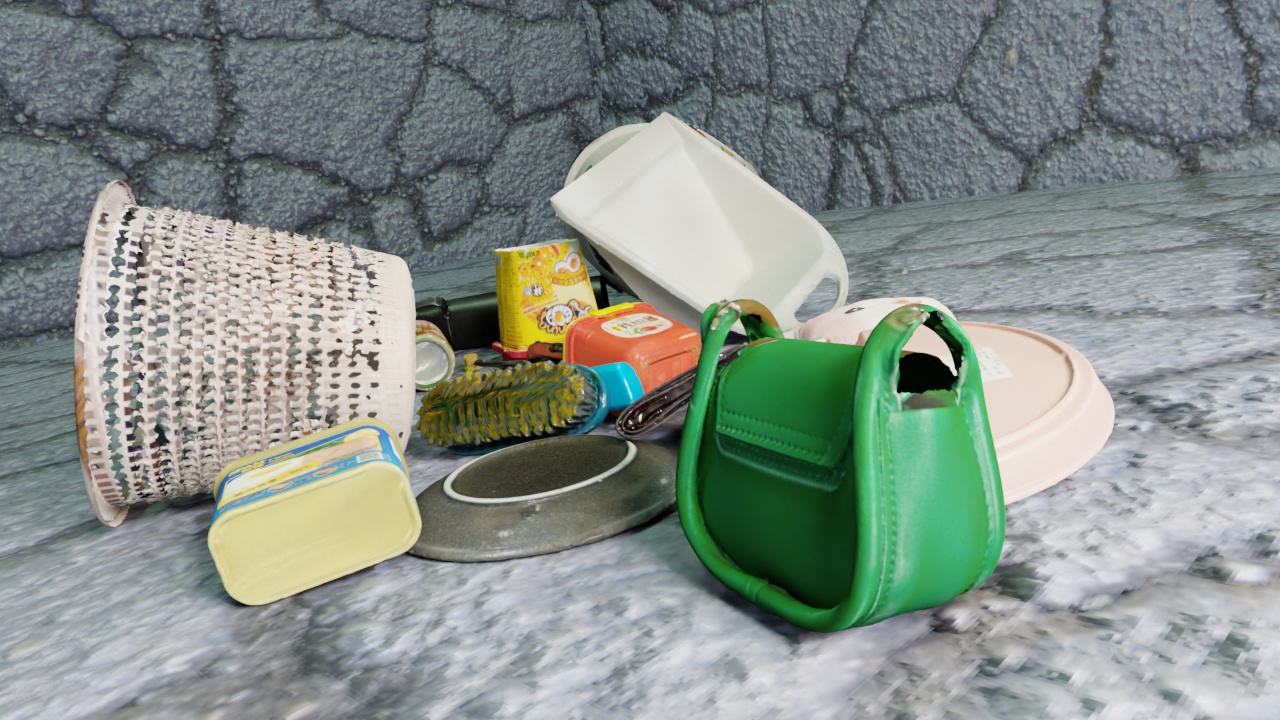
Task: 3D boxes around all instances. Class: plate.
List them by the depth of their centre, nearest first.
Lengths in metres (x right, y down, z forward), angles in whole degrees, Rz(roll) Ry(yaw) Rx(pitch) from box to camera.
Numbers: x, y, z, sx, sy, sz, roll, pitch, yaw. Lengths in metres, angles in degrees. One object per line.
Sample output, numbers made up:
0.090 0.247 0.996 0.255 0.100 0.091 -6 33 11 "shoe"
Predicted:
0.139 0.024 0.520 0.229 0.028 0.229 -12 18 4 "plate"
-0.057 0.070 0.533 0.179 0.024 0.179 -8 11 1 "plate"

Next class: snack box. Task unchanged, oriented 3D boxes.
-0.004 0.004 0.703 0.091 0.082 0.080 -19 29 -40 "snack box"

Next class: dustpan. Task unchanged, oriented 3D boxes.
0.085 -0.131 0.938 0.143 0.258 0.222 -19 21 49 "dustpan"

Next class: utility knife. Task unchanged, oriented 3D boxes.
-0.081 0.029 0.706 0.217 0.034 0.018 -9 4 43 "utility knife"

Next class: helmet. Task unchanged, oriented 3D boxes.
0.047 -0.156 1.118 0.273 0.230 0.156 20 26 -25 "helmet"

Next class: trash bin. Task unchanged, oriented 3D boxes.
-0.261 -0.004 0.638 0.192 0.227 0.227 1 8 -20 "trash bin"

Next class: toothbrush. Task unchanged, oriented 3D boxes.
-0.174 0.016 0.910 0.015 0.016 0.190 -10 11 -4 "toothbrush"

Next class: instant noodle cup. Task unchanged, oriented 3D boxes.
-0.101 -0.063 0.979 0.116 0.124 0.116 -13 12 -22 "instant noodle cup"

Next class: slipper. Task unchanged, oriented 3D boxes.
-0.312 0.031 0.771 0.245 0.074 0.104 -26 -9 -8 "slipper"

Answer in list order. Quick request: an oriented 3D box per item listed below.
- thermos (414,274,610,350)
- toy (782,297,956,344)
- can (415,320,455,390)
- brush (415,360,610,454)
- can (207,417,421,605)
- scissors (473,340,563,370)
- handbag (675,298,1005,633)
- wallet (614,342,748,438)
-0.162 -0.058 1.118 0.242 0.068 0.090 -8 -24 4 "thermos"
0.176 -0.020 0.751 0.121 0.054 0.160 -16 5 -36 "toy"
-0.230 -0.008 0.969 0.058 0.058 0.147 -11 12 -14 "can"
-0.083 0.036 0.643 0.144 0.055 0.073 -11 -19 27 "brush"
-0.170 0.077 0.481 0.102 0.057 0.083 -19 16 -16 "can"
-0.094 0.001 0.850 0.203 0.015 0.204 7 -9 10 "scissors"
0.070 0.036 0.362 0.067 0.120 0.131 -8 8 -27 "handbag"
0.034 0.017 0.594 0.096 0.020 0.122 -31 -4 7 "wallet"
